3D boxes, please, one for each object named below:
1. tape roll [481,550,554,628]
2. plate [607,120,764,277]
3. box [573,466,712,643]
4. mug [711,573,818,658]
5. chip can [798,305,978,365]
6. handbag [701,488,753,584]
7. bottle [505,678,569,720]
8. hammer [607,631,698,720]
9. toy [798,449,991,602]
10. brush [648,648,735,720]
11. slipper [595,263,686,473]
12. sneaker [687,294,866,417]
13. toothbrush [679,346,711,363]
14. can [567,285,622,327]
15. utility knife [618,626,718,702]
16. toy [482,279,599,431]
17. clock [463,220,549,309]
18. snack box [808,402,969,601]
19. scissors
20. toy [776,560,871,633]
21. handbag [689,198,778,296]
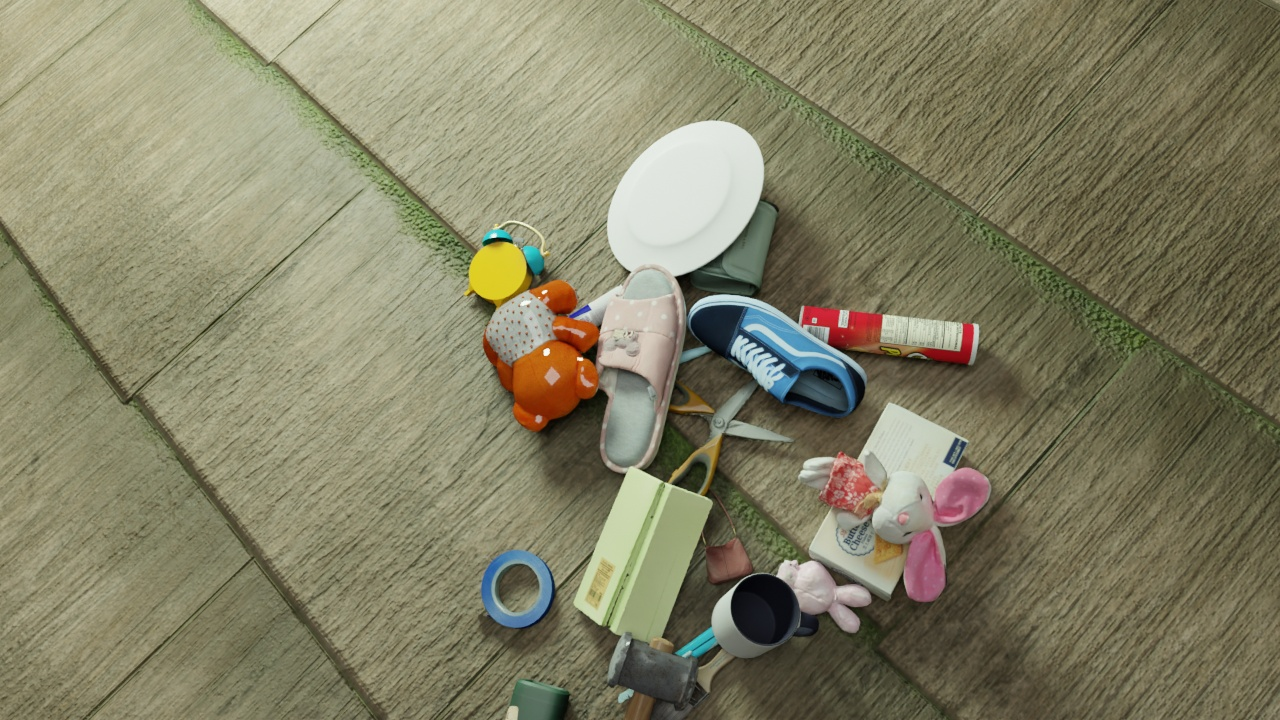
[{"bbox_3d":[-0.152,0.284,1.139,0.091,0.016,0.093,15,74,15],"label":"tape roll"},{"bbox_3d":[0.053,-0.222,1.233,0.243,0.016,0.242,-16,59,29],"label":"plate"},{"bbox_3d":[0.000,0.232,1.093,0.127,0.066,0.188,23,87,19],"label":"box"},{"bbox_3d":[0.145,0.293,1.036,0.112,0.097,0.078,11,64,-3],"label":"mug"},{"bbox_3d":[0.308,-0.032,1.154,0.215,0.052,0.051,7,72,12],"label":"chip can"},{"bbox_3d":[0.096,0.209,1.121,0.055,0.029,0.119,-18,64,5],"label":"handbag"},{"bbox_3d":[-0.129,0.440,1.055,0.061,0.061,0.131,12,73,11],"label":"bottle"},{"bbox_3d":[-0.028,0.471,1.023,0.098,0.052,0.328,20,83,-1],"label":"hammer"},{"bbox_3d":[0.271,0.157,1.015,0.194,0.084,0.159,28,105,17],"label":"toy"},{"bbox_3d":[0.066,0.377,1.071,0.151,0.012,0.039,-43,70,-6],"label":"brush"},{"bbox_3d":[-0.007,0.007,1.167,0.114,0.054,0.274,1,79,33],"label":"slipper"},{"bbox_3d":[0.161,-0.005,1.126,0.241,0.098,0.084,27,119,11],"label":"sneaker"},{"bbox_3d":[0.078,-0.013,1.206,0.155,0.016,0.022,-20,60,2],"label":"toothbrush"},{"bbox_3d":[-0.058,-0.065,1.239,0.095,0.032,0.032,-32,68,-2],"label":"can"},{"bbox_3d":[0.042,0.358,1.082,0.162,0.015,0.022,-36,77,-1],"label":"utility knife"},{"bbox_3d":[-0.126,-0.003,1.194,0.164,0.092,0.172,-33,68,17],"label":"toy"},{"bbox_3d":[-0.188,-0.133,1.283,0.099,0.043,0.129,29,85,18],"label":"clock"},{"bbox_3d":[0.292,0.165,1.083,0.104,0.057,0.207,27,77,18],"label":"snack box"},{"bbox_3d":[0.078,0.092,1.163,0.225,0.016,0.229,17,70,17],"label":"scissors"},{"bbox_3d":[0.210,0.270,1.065,0.110,0.047,0.064,26,107,15],"label":"toy"},{"bbox_3d":[0.121,-0.157,1.224,0.106,0.067,0.121,11,73,12],"label":"handbag"}]
